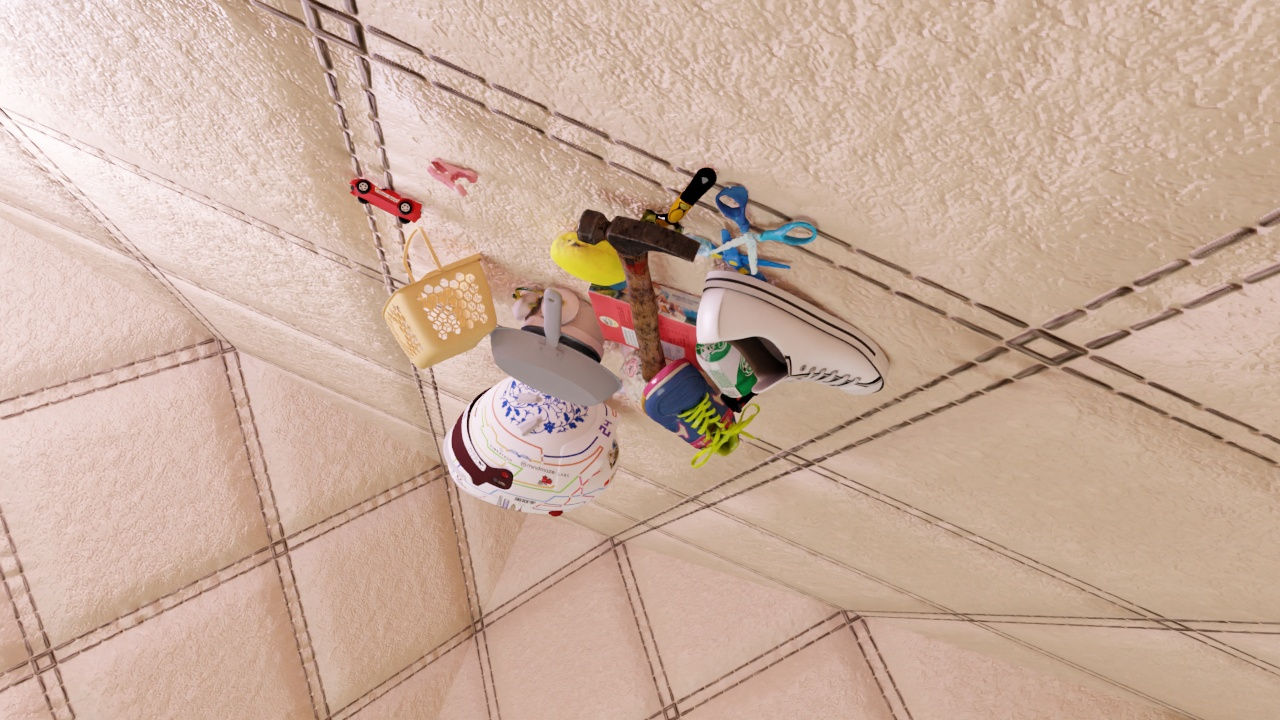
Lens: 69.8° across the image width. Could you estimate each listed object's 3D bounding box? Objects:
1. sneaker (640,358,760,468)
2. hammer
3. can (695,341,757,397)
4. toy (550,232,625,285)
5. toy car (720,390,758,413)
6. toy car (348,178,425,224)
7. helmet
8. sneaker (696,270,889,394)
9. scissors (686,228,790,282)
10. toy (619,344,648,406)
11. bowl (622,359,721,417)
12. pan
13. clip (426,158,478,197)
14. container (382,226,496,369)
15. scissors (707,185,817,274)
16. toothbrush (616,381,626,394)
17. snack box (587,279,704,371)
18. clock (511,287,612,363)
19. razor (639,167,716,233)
[{"bbox_3d":[0.080,0.066,1.168,0.091,0.116,0.242,52,-175,25],"label":"sneaker"},{"bbox_3d":[0.012,-0.050,1.021,0.120,0.033,0.331,17,156,14],"label":"hammer"},{"bbox_3d":[0.102,0.004,1.080,0.053,0.053,0.101,13,161,30],"label":"can"},{"bbox_3d":[-0.056,-0.111,1.028,0.095,0.041,0.094,14,166,24],"label":"toy"},{"bbox_3d":[0.131,0.051,1.278,0.036,0.042,0.092,47,161,-2],"label":"toy car"},{"bbox_3d":[-0.310,-0.196,1.120,0.089,0.025,0.038,26,163,-8],"label":"toy car"},{"bbox_3d":[-0.189,0.135,1.611,0.314,0.230,0.237,17,131,4],"label":"helmet"},{"bbox_3d":[0.160,-0.002,0.974,0.245,0.097,0.091,27,164,-30],"label":"sneaker"},{"bbox_3d":[0.091,-0.102,0.919,0.130,0.013,0.125,14,162,19],"label":"scissors"},{"bbox_3d":[-0.007,0.007,1.227,0.041,0.108,0.096,-12,164,-14],"label":"toy"},{"bbox_3d":[0.036,0.044,1.315,0.153,0.076,0.153,21,162,7],"label":"bowl"},{"bbox_3d":[-0.118,-0.012,1.208,0.201,0.050,0.357,22,165,3],"label":"pan"},{"bbox_3d":[-0.204,-0.192,0.983,0.060,0.045,0.023,6,157,8],"label":"clip"},{"bbox_3d":[-0.287,-0.088,1.255,0.167,0.129,0.184,65,158,-1],"label":"container"},{"bbox_3d":[0.096,-0.120,0.841,0.118,0.014,0.130,33,155,-25],"label":"scissors"},{"bbox_3d":[-0.017,0.046,1.484,0.188,0.018,0.019,6,154,44],"label":"toothbrush"},{"bbox_3d":[0.016,-0.049,1.124,0.145,0.040,0.143,19,162,13],"label":"snack box"},{"bbox_3d":[-0.109,-0.052,1.240,0.117,0.058,0.158,5,155,43],"label":"clock"},{"bbox_3d":[0.038,-0.144,0.847,0.044,0.021,0.144,26,160,-10],"label":"razor"}]
